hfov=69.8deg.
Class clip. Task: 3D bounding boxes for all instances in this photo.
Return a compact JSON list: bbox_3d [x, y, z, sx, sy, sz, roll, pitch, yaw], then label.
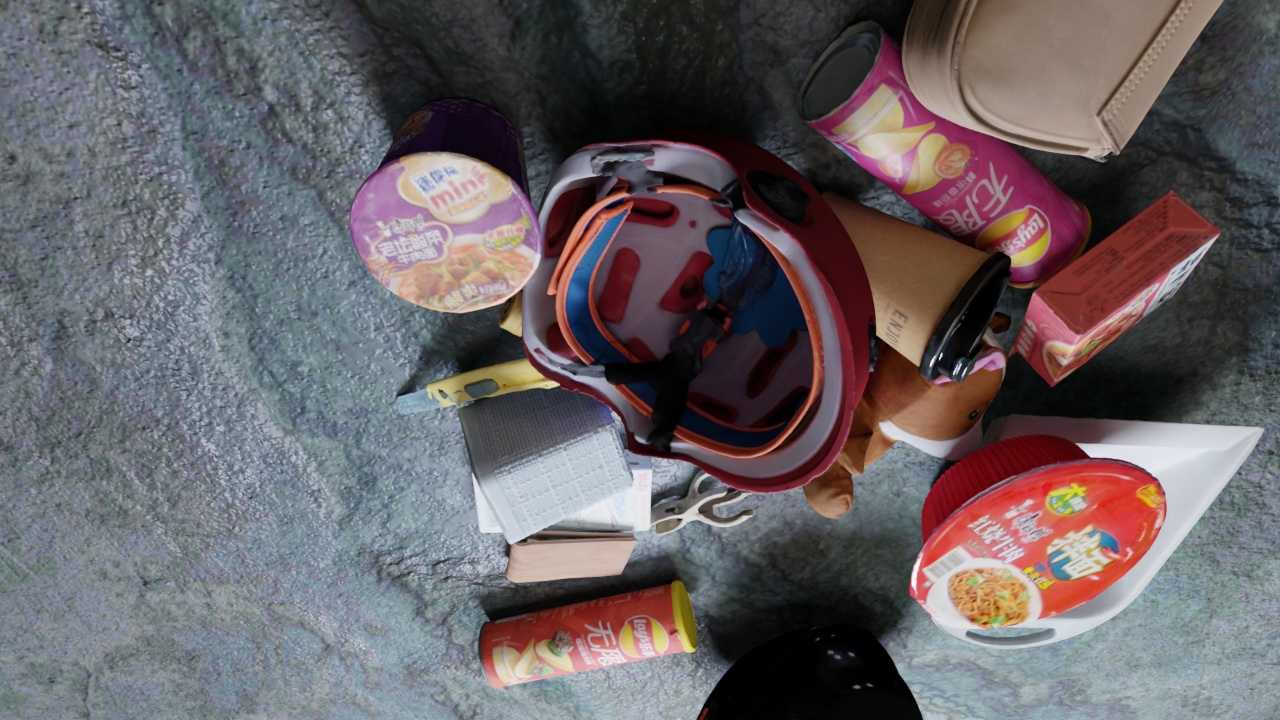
[{"bbox_3d":[0.062,0.138,0.844,0.092,0.034,0.103,22,131,-21],"label":"clip"}]

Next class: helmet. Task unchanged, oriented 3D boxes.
[{"bbox_3d":[0.172,0.409,0.968,0.233,0.229,0.276,36,131,-20],"label":"helmet"},{"bbox_3d":[0.052,-0.041,0.576,0.240,0.143,0.207,36,133,19],"label":"helmet"}]

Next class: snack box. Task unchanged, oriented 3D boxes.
[{"bbox_3d":[0.321,-0.041,0.634,0.113,0.044,0.127,-37,156,0],"label":"snack box"},{"bbox_3d":[-0.069,0.118,0.820,0.157,0.026,0.085,-1,132,-3],"label":"snack box"}]

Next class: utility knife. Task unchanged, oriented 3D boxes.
[{"bbox_3d":[-0.124,0.020,0.702,0.197,0.020,0.031,-10,121,40],"label":"utility knife"}]

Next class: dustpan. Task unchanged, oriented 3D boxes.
[{"bbox_3d":[0.362,0.160,0.788,0.222,0.142,0.258,3,156,-7],"label":"dustpan"}]

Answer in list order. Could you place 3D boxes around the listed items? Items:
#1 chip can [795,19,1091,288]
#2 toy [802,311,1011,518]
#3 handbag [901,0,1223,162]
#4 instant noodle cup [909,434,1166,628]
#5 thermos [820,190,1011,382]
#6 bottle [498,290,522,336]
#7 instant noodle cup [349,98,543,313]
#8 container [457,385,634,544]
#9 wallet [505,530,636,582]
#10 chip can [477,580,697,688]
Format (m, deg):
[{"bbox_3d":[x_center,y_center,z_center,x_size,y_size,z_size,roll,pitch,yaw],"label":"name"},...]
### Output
[{"bbox_3d":[0.198,-0.126,0.589,0.210,0.071,0.072,29,124,-27],"label":"chip can"},{"bbox_3d":[0.200,0.037,0.707,0.130,0.139,0.200,43,116,-4],"label":"toy"},{"bbox_3d":[0.238,-0.212,0.489,0.147,0.099,0.205,24,109,-18],"label":"handbag"},{"bbox_3d":[0.288,0.124,0.700,0.193,0.065,0.194,-6,130,-7],"label":"instant noodle cup"},{"bbox_3d":[0.170,-0.053,0.605,0.143,0.092,0.093,34,136,24],"label":"thermos"},{"bbox_3d":[-0.004,0.004,0.696,0.218,0.065,0.065,23,126,-23],"label":"bottle"},{"bbox_3d":[-0.116,-0.103,0.569,0.111,0.099,0.112,-3,132,-3],"label":"instant noodle cup"},{"bbox_3d":[-0.073,0.072,0.727,0.111,0.090,0.090,-21,131,-6],"label":"container"},{"bbox_3d":[-0.068,0.185,0.867,0.115,0.020,0.101,2,149,-12],"label":"wallet"},{"bbox_3d":[-0.054,0.281,0.939,0.217,0.073,0.073,-13,132,8],"label":"chip can"}]
